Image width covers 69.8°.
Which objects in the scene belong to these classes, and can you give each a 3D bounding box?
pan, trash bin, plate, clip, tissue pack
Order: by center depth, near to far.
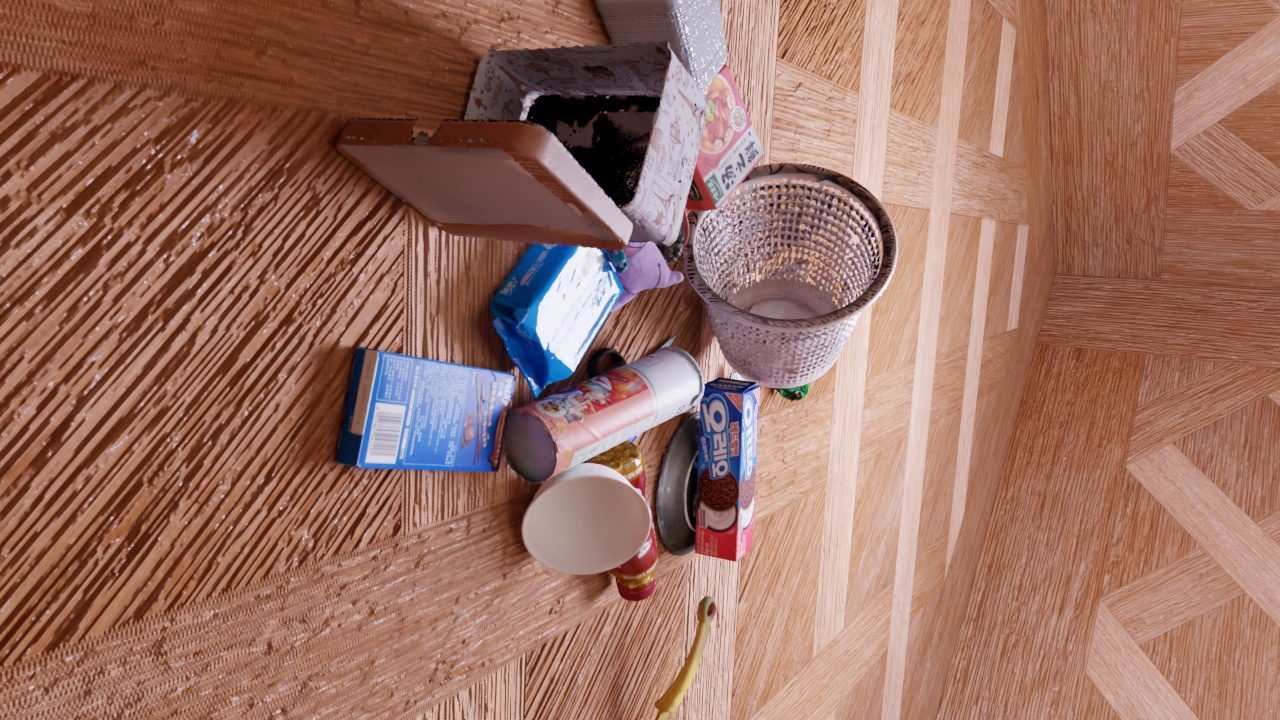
[{"bbox_3d":[-0.075,-0.053,0.803,0.156,0.052,0.095,-60,140,-31],"label":"tissue pack"},{"bbox_3d":[-0.021,-0.096,0.840,0.049,0.015,0.056,63,3,-30],"label":"clip"},{"bbox_3d":[0.162,-0.077,1.041,0.192,0.228,0.226,81,31,-58],"label":"trash bin"},{"bbox_3d":[0.020,0.438,1.044,0.197,0.078,0.357,14,85,-59],"label":"pan"},{"bbox_3d":[0.072,0.151,1.114,0.179,0.024,0.179,-19,113,-55],"label":"plate"}]

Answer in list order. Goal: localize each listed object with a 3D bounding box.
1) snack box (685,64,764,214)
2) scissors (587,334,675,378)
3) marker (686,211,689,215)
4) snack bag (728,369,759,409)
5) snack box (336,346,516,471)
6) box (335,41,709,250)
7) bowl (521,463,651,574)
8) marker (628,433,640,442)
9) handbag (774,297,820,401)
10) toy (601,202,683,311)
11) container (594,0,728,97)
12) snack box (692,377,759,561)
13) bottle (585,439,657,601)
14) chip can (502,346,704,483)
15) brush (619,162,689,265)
[{"bbox_3d":[0.065,-0.225,0.961,0.126,0.044,0.113,-51,129,-27],"label":"snack box"},{"bbox_3d":[-0.008,0.018,0.968,0.159,0.014,0.170,49,54,-52],"label":"scissors"},{"bbox_3d":[0.035,-0.136,0.997,0.018,0.015,0.123,43,63,-55],"label":"marker"},{"bbox_3d":[0.129,0.052,1.179,0.104,0.026,0.048,52,48,-49],"label":"snack bag"},{"bbox_3d":[-0.161,0.042,0.712,0.157,0.026,0.084,14,86,-58],"label":"snack box"},{"bbox_3d":[-0.080,-0.166,0.652,0.192,0.183,0.156,31,70,-59],"label":"box"},{"bbox_3d":[-0.053,0.135,0.858,0.064,0.118,0.118,-106,-179,-57],"label":"bowl"},{"bbox_3d":[0.013,0.055,1.003,0.145,0.017,0.017,-45,133,-44],"label":"marker"},{"bbox_3d":[0.222,-0.021,1.271,0.120,0.068,0.131,54,52,-49],"label":"handbag"},{"bbox_3d":[-0.014,-0.104,0.890,0.084,0.039,0.108,-27,126,0],"label":"toy"},{"bbox_3d":[0.025,-0.316,0.872,0.090,0.090,0.114,-59,145,-31],"label":"container"},{"bbox_3d":[0.101,0.127,1.078,0.057,0.058,0.207,-17,111,-60],"label":"snack box"},{"bbox_3d":[-0.015,0.168,0.944,0.057,0.057,0.175,-40,129,-47],"label":"bottle"},{"bbox_3d":[-0.031,0.047,0.860,0.214,0.071,0.071,-23,116,-47],"label":"chip can"},{"bbox_3d":[0.012,-0.164,0.915,0.069,0.063,0.146,-91,166,-50],"label":"brush"}]
